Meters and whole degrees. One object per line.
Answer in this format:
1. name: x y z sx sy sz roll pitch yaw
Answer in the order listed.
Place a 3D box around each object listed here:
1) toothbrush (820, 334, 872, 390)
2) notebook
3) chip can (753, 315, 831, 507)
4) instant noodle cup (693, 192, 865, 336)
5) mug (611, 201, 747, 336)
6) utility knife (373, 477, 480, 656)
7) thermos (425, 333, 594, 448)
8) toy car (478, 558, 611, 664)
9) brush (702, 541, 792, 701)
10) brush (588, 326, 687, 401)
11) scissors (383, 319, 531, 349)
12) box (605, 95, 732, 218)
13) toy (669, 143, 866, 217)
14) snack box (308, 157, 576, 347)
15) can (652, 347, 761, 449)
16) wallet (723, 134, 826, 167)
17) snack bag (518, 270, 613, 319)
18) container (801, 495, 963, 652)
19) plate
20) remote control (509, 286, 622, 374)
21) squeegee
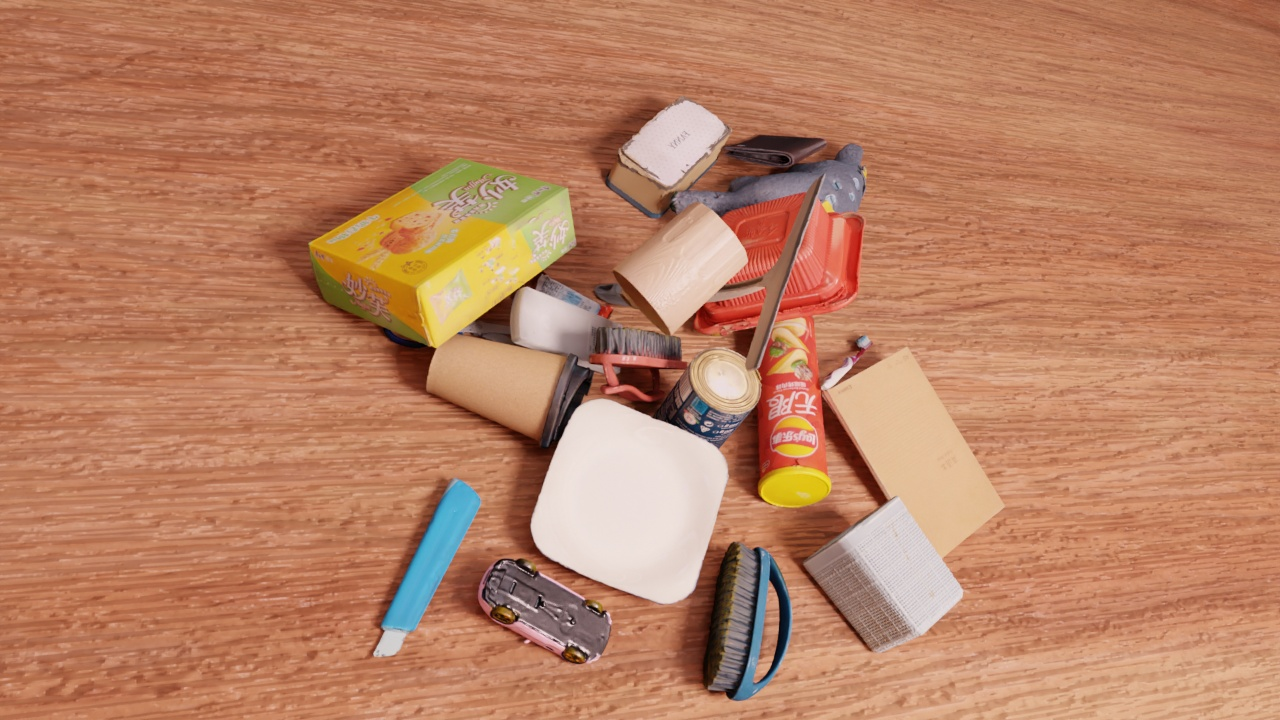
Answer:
1. toothbrush: 0.230 0.000 1.025 0.017 0.016 0.187 56 32 2
2. notebook: 0.302 0.098 1.004 0.149 0.012 0.211 -24 81 -35
3. chip can: 0.157 0.043 0.969 0.073 0.073 0.216 14 53 -13
4. instant noodle cup: 0.146 -0.113 1.002 0.189 0.079 0.164 -10 41 25
5. mug: 0.034 -0.090 0.892 0.103 0.125 0.084 -42 101 -5
6. utility knife: -0.180 0.174 0.775 0.034 0.018 0.165 24 54 -2
7. thermos: -0.123 0.023 0.863 0.143 0.093 0.092 18 52 0
8. toy car: -0.082 0.214 0.778 0.122 0.037 0.056 34 53 -14
9. brush: 0.100 0.235 0.824 0.073 0.055 0.143 20 52 -8
10. brush: -0.005 0.005 0.894 0.063 0.145 0.069 1 88 21
11. scissors: -0.176 -0.043 0.930 0.169 0.012 0.146 -15 65 -31
12. box: 0.034 -0.250 1.131 0.090 0.059 0.183 38 54 7
13. toy: 0.193 -0.203 1.144 0.355 0.092 0.138 -20 54 -34
14. snack box: -0.188 -0.113 0.896 0.158 0.070 0.209 21 46 31
15. can: 0.064 0.046 0.903 0.075 0.111 0.075 11 54 -15
16. wallet: 0.175 -0.274 1.187 0.096 0.020 0.122 16 28 25
17. snack bag: -0.078 -0.060 0.972 0.105 0.026 0.045 27 69 -3
18. container: 0.233 0.208 0.879 0.089 0.090 0.111 -25 73 -33
19. plate: -0.010 0.130 0.849 0.163 0.034 0.164 24 66 -6
20. remote control: -0.072 -0.028 0.917 0.135 0.019 0.056 19 65 -41
21. squeegee: 0.056 -0.074 0.945 0.039 0.247 0.245 51 49 -38
